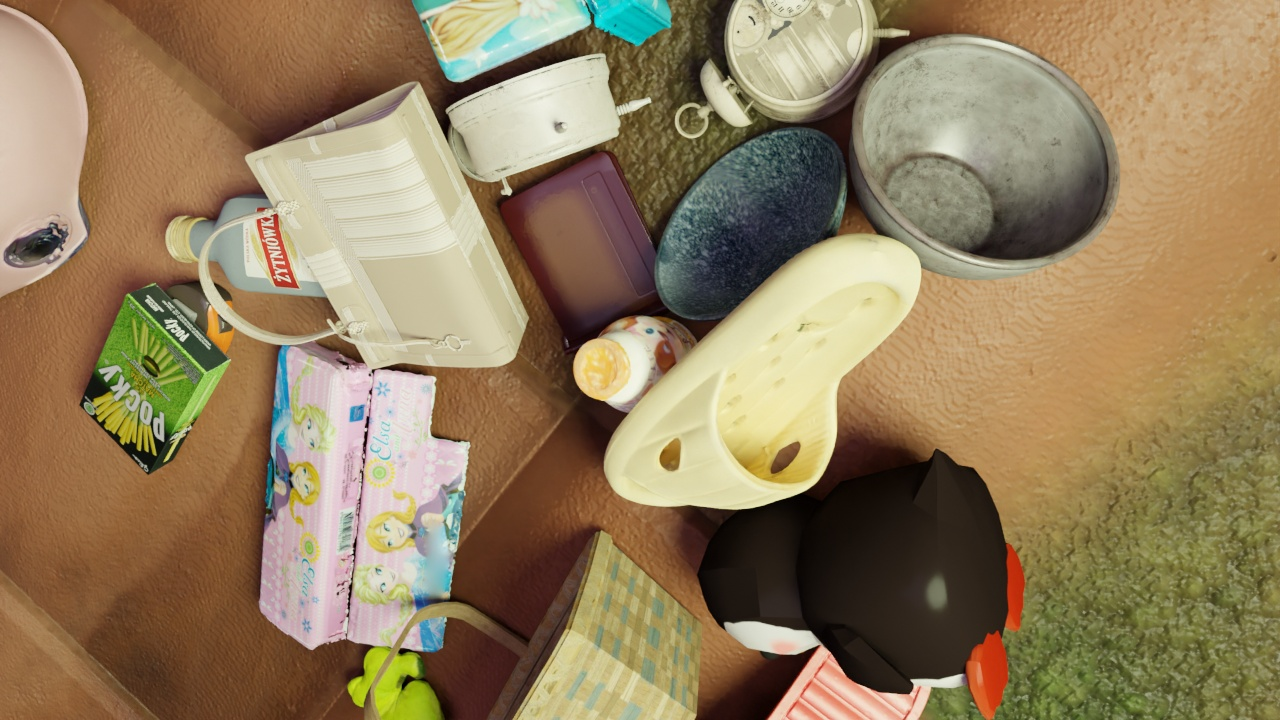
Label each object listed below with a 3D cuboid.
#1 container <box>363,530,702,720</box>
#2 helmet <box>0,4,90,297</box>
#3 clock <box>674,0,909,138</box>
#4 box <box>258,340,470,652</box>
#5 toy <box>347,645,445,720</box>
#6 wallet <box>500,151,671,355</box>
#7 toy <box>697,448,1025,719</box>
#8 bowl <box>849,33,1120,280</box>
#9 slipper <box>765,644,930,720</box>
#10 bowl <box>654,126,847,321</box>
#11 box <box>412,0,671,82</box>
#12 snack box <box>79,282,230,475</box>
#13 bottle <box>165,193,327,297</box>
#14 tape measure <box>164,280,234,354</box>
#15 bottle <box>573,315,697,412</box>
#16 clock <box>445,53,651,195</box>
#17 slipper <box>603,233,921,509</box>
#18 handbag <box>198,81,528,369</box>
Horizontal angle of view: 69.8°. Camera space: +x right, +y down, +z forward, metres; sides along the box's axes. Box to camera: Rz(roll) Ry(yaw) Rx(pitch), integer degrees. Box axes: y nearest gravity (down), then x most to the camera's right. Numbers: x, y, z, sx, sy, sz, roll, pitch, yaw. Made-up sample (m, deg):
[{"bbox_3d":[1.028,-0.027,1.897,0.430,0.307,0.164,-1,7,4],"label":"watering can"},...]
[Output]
[{"bbox_3d":[-0.089,0.243,0.635,0.186,0.157,0.250,28,108,-3],"label":"container"},{"bbox_3d":[-0.553,-0.162,0.689,0.256,0.152,0.230,-31,88,13],"label":"helmet"},{"bbox_3d":[0.079,-0.180,0.549,0.141,0.054,0.093,-34,91,17],"label":"clock"},{"bbox_3d":[-0.217,0.112,0.691,0.160,0.062,0.231,13,104,13],"label":"box"},{"bbox_3d":[-0.192,0.278,0.730,0.093,0.036,0.094,31,101,13],"label":"toy"},{"bbox_3d":[-0.035,-0.071,0.624,0.092,0.018,0.115,-23,96,18],"label":"wallet"},{"bbox_3d":[0.118,0.121,0.559,0.184,0.158,0.140,-9,111,35],"label":"toy"},{"bbox_3d":[0.179,-0.102,0.512,0.145,0.067,0.144,2,69,-5],"label":"bowl"},{"bbox_3d":[0.102,0.281,0.606,0.103,0.059,0.248,32,78,8],"label":"slipper"},{"bbox_3d":[0.078,-0.070,0.559,0.137,0.137,0.057,-39,128,19],"label":"bowl"},{"bbox_3d":[-0.074,-0.287,0.518,0.085,0.169,0.227,-20,96,52],"label":"box"},{"bbox_3d":[-0.379,0.018,0.711,0.080,0.025,0.148,46,125,0],"label":"snack box"},{"bbox_3d":[-0.269,-0.085,0.671,0.161,0.046,0.072,5,103,15],"label":"bottle"},{"bbox_3d":[-0.345,-0.031,0.708,0.058,0.038,0.059,36,108,6],"label":"tape measure"},{"bbox_3d":[-0.003,0.003,0.578,0.063,0.109,0.063,2,94,23],"label":"bottle"},{"bbox_3d":[-0.077,-0.143,0.587,0.157,0.103,0.061,-8,107,43],"label":"clock"},{"bbox_3d":[0.066,0.035,0.527,0.262,0.111,0.079,-52,41,41],"label":"slipper"},{"bbox_3d":[-0.201,-0.065,0.606,0.198,0.062,0.176,-12,123,15],"label":"handbag"}]
